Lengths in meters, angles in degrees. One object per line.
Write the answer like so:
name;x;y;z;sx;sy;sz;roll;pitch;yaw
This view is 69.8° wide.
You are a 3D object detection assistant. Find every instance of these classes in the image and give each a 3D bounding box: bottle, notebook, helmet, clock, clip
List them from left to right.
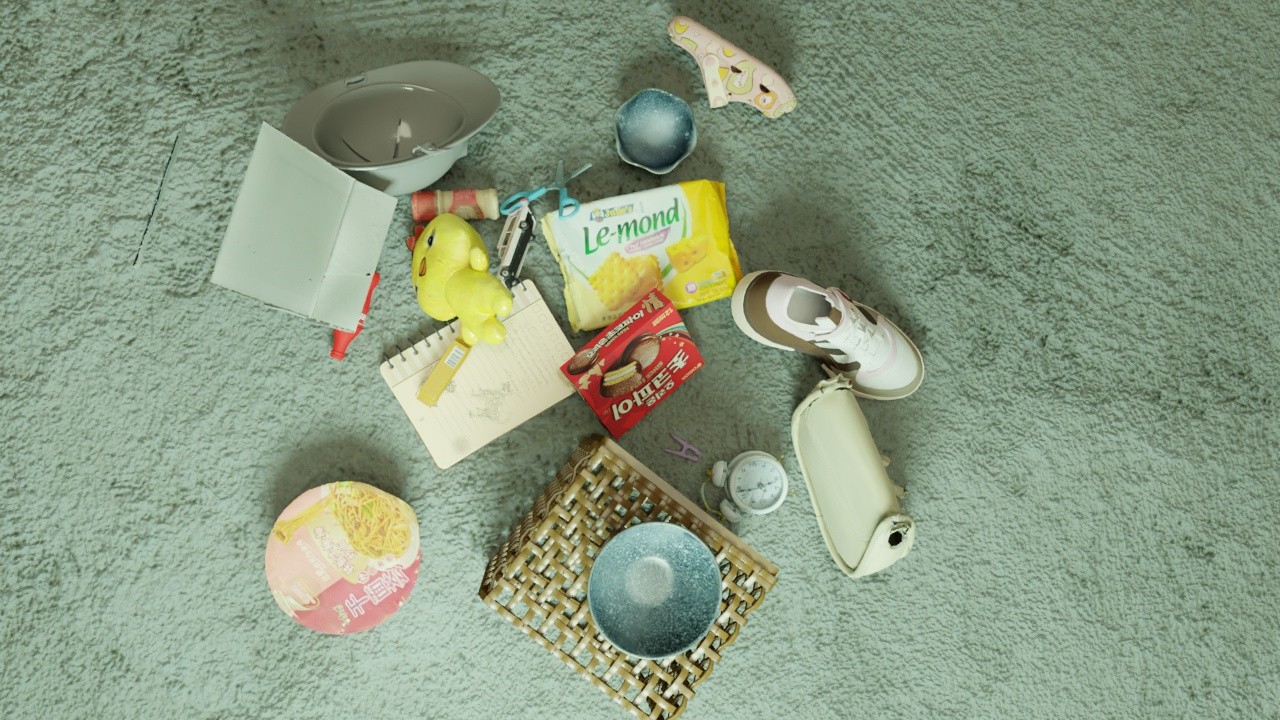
bottle;-0.362;-0.059;1.151;0.036;0.036;0.119;18;85;-5
helmet;-0.299;-0.264;1.135;0.270;0.118;0.183;-30;61;-30
bottle;-0.235;-0.198;1.171;0.109;0.044;0.044;-3;87;-7
notebook;-0.200;0.013;1.172;0.225;0.024;0.167;-31;92;-7
clip;0.056;0.118;1.200;0.051;0.013;0.032;29;86;-7
clock;0.136;0.163;1.185;0.117;0.057;0.083;-17;89;0

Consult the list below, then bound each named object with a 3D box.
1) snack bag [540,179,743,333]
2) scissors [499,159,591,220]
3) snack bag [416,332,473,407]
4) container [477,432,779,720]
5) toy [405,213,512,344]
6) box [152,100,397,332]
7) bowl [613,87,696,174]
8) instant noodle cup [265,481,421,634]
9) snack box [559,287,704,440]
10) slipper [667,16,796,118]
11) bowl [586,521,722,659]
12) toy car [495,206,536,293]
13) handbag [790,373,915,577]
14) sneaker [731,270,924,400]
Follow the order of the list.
snack bag;0.008;-0.135;1.182;0.247;0.068;0.159;-13;87;-7
scissors;-0.107;-0.210;1.157;0.135;0.015;0.129;-38;48;-12
snack bag;-0.243;0.012;1.143;0.026;0.020;0.099;33;86;-1
container;-0.019;0.245;1.079;0.251;0.220;0.214;38;83;-3
toy;-0.216;-0.098;1.113;0.092;0.207;0.134;-2;125;-35
box;-0.384;-0.136;1.000;0.165;0.330;0.167;15;84;10
bowl;0.016;-0.294;1.198;0.110;0.055;0.110;0;87;-7
instant noodle cup;-0.353;0.234;1.115;0.178;0.078;0.178;1;85;-7
snack box;-0.007;0.007;1.144;0.152;0.133;0.036;-40;49;-7
slipper;0.110;-0.371;1.205;0.197;0.093;0.082;34;103;-2
bowl;0.012;0.231;0.942;0.137;0.057;0.137;0;87;-6
toy car;-0.164;-0.141;1.166;0.039;0.039;0.113;11;68;17
handbag;0.286;0.138;1.150;0.132;0.184;0.229;-21;72;-10
sneaker;0.263;-0.033;1.155;0.293;0.116;0.111;28;83;-21
